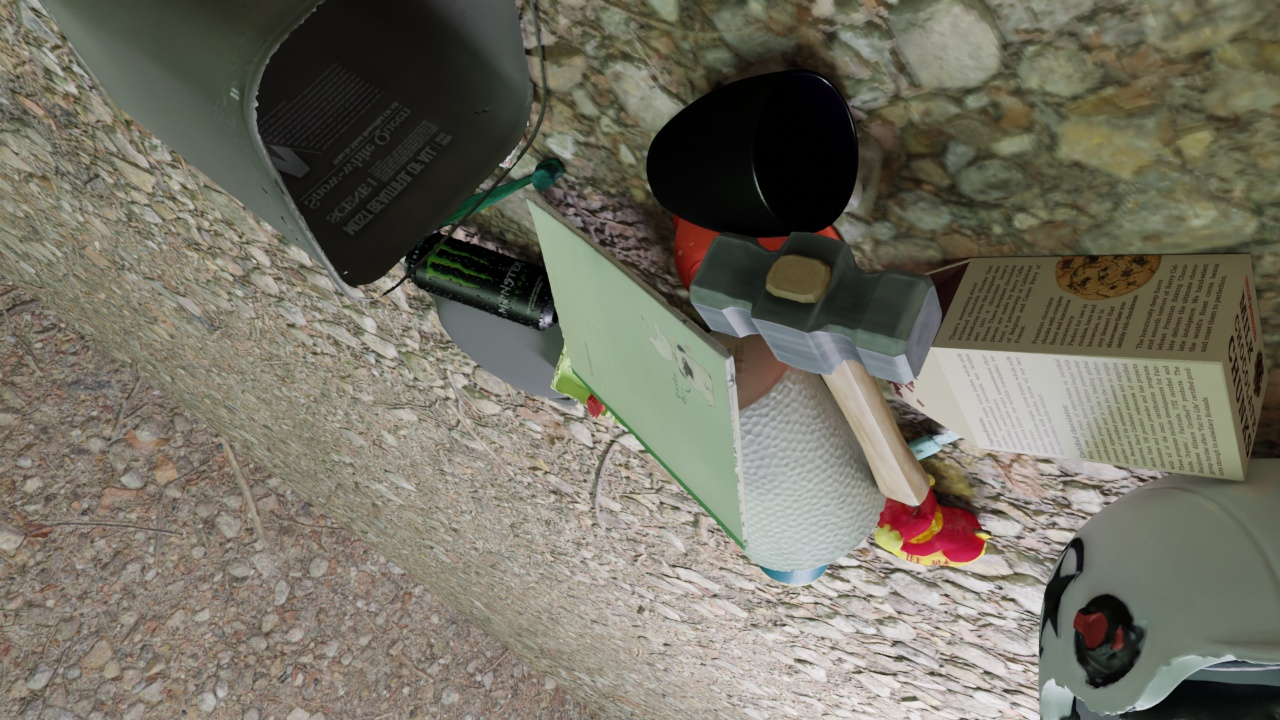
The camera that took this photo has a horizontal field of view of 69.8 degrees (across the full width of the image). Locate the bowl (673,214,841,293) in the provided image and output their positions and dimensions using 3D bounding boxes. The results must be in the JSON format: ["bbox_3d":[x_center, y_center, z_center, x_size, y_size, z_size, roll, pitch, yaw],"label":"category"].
[{"bbox_3d":[0.071,-0.061,0.613,0.130,0.045,0.131,25,153,14],"label":"bowl"}]

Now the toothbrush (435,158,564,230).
[{"bbox_3d":[-0.121,-0.127,0.728,0.190,0.017,0.016,-9,131,49],"label":"toothbrush"}]

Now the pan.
[{"bbox_3d":[-0.160,-0.057,0.893,0.217,0.024,0.355,9,146,38],"label":"pan"}]

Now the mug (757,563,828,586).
[{"bbox_3d":[0.153,0.157,0.874,0.078,0.078,0.122,25,149,15],"label":"mug"}]

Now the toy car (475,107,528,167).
[{"bbox_3d":[-0.134,-0.174,0.652,0.113,0.039,0.039,27,175,12],"label":"toy car"}]

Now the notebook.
[{"bbox_3d":[-0.004,0.004,0.665,0.252,0.010,0.182,43,153,43],"label":"notebook"}]

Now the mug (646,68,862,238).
[{"bbox_3d":[0.067,-0.106,0.515,0.118,0.085,0.100,14,175,-39],"label":"mug"}]

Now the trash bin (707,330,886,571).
[{"bbox_3d":[0.100,0.061,0.710,0.133,0.133,0.161,4,138,44],"label":"trash bin"}]

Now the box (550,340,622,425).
[{"bbox_3d":[-0.006,0.008,0.817,0.137,0.024,0.188,31,148,5],"label":"box"}]

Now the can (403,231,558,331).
[{"bbox_3d":[-0.132,-0.069,0.792,0.138,0.053,0.054,19,152,8],"label":"can"}]

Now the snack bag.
[{"bbox_3d":[0.224,-0.001,0.523,0.207,0.069,0.094,5,143,43],"label":"snack bag"}]

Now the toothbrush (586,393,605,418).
[{"bbox_3d":[-0.047,-0.015,0.781,0.012,0.017,0.213,19,145,18],"label":"toothbrush"}]

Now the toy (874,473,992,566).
[{"bbox_3d":[0.240,0.140,0.764,0.106,0.067,0.137,-5,147,38],"label":"toy"}]

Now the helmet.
[{"bbox_3d":[0.353,0.138,0.513,0.236,0.163,0.264,7,154,3],"label":"helmet"}]

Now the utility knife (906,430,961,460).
[{"bbox_3d":[0.220,0.066,0.712,0.022,0.015,0.178,30,151,-8],"label":"utility knife"}]

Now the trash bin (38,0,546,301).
[{"bbox_3d":[-0.207,-0.190,0.542,0.220,0.197,0.198,30,156,18],"label":"trash bin"}]

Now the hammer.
[{"bbox_3d":[0.139,0.028,0.570,0.117,0.051,0.323,18,164,32],"label":"hammer"}]
